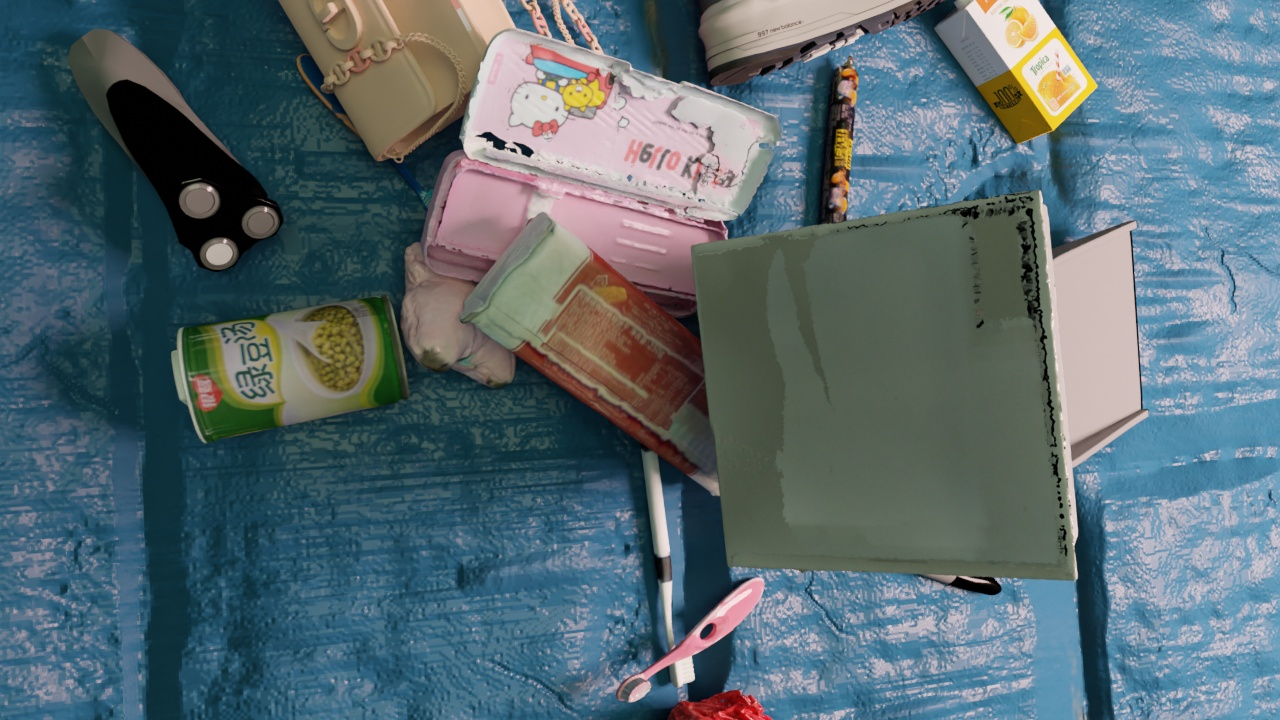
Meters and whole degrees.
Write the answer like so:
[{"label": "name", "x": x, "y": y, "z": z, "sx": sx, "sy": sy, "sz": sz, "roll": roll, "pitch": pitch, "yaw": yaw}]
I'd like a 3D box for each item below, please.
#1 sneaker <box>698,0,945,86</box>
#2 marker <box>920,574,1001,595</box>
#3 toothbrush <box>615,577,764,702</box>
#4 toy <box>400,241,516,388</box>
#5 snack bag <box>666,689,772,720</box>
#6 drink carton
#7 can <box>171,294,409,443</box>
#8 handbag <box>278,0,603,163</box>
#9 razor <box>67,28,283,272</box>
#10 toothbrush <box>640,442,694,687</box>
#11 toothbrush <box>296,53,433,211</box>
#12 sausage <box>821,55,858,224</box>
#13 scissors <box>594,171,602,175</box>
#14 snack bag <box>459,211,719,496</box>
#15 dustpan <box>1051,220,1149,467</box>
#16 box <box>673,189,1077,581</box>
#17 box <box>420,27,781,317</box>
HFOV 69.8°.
[{"label": "sneaker", "x": 0.137, "y": -0.290, "z": 0.646, "sx": 0.239, "sy": 0.089, "sz": 0.124, "roll": -26, "pitch": 98, "yaw": -13}, {"label": "marker", "x": 0.214, "y": 0.151, "z": 0.690, "sx": 0.138, "sy": 0.016, "sz": 0.022, "roll": 21, "pitch": 51, "yaw": -14}, {"label": "toothbrush", "x": 0.038, "y": 0.188, "z": 0.621, "sx": 0.134, "sy": 0.016, "sz": 0.021, "roll": -31, "pitch": 104, "yaw": -27}, {"label": "toy", "x": -0.119, "y": -0.030, "z": 0.569, "sx": 0.053, "sy": 0.099, "sz": 0.095, "roll": -30, "pitch": 71, "yaw": 16}, {"label": "snack bag", "x": 0.026, "y": 0.295, "z": 0.595, "sx": 0.082, "sy": 0.082, "sz": 0.176, "roll": 31, "pitch": 79, "yaw": -13}, {"label": "drink carton", "x": 0.290, "y": -0.239, "z": 0.715, "sx": 0.058, "sy": 0.040, "sz": 0.122, "roll": -43, "pitch": 100, "yaw": -14}, {"label": "can", "x": -0.203, "y": 0.004, "z": 0.541, "sx": 0.120, "sy": 0.067, "sz": 0.067, "roll": -12, "pitch": 91, "yaw": -17}, {"label": "handbag", "x": -0.127, "y": -0.218, "z": 0.584, "sx": 0.199, "sy": 0.117, "sz": 0.186, "roll": 61, "pitch": 29, "yaw": -10}, {"label": "razor", "x": -0.276, "y": -0.127, "z": 0.534, "sx": 0.057, "sy": 0.060, "sz": 0.156, "roll": -38, "pitch": 79, "yaw": -4}, {"label": "toothbrush", "x": 0.017, "y": 0.131, "z": 0.632, "sx": 0.017, "sy": 0.012, "sz": 0.187, "roll": -7, "pitch": 90, "yaw": -30}, {"label": "toothbrush", "x": -0.169, "y": -0.142, "z": 0.584, "sx": 0.135, "sy": 0.017, "sz": 0.021, "roll": 49, "pitch": 62, "yaw": -10}, {"label": "sausage", "x": 0.146, "y": -0.149, "z": 0.678, "sx": 0.020, "sy": 0.020, "sz": 0.155, "roll": 7, "pitch": 86, "yaw": -17}, {"label": "scissors", "x": -0.021, "y": -0.084, "z": 0.626, "sx": 0.118, "sy": 0.019, "sz": 0.148, "roll": 30, "pitch": 83, "yaw": -15}, {"label": "snack bag", "x": -0.003, "y": 0.003, "z": 0.575, "sx": 0.225, "sy": 0.041, "sz": 0.077, "roll": 38, "pitch": 96, "yaw": -30}, {"label": "dustpan", "x": 0.297, "y": 0.006, "z": 0.674, "sx": 0.257, "sy": 0.033, "sz": 0.163, "roll": -19, "pitch": 106, "yaw": -25}, {"label": "box", "x": 0.092, "y": 0.012, "z": 0.587, "sx": 0.164, "sy": 0.446, "sz": 0.167, "roll": -6, "pitch": 92, "yaw": -9}, {"label": "box", "x": -0.022, "y": -0.106, "z": 0.563, "sx": 0.201, "sy": 0.041, "sz": 0.154, "roll": 9, "pitch": 114, "yaw": -32}]
